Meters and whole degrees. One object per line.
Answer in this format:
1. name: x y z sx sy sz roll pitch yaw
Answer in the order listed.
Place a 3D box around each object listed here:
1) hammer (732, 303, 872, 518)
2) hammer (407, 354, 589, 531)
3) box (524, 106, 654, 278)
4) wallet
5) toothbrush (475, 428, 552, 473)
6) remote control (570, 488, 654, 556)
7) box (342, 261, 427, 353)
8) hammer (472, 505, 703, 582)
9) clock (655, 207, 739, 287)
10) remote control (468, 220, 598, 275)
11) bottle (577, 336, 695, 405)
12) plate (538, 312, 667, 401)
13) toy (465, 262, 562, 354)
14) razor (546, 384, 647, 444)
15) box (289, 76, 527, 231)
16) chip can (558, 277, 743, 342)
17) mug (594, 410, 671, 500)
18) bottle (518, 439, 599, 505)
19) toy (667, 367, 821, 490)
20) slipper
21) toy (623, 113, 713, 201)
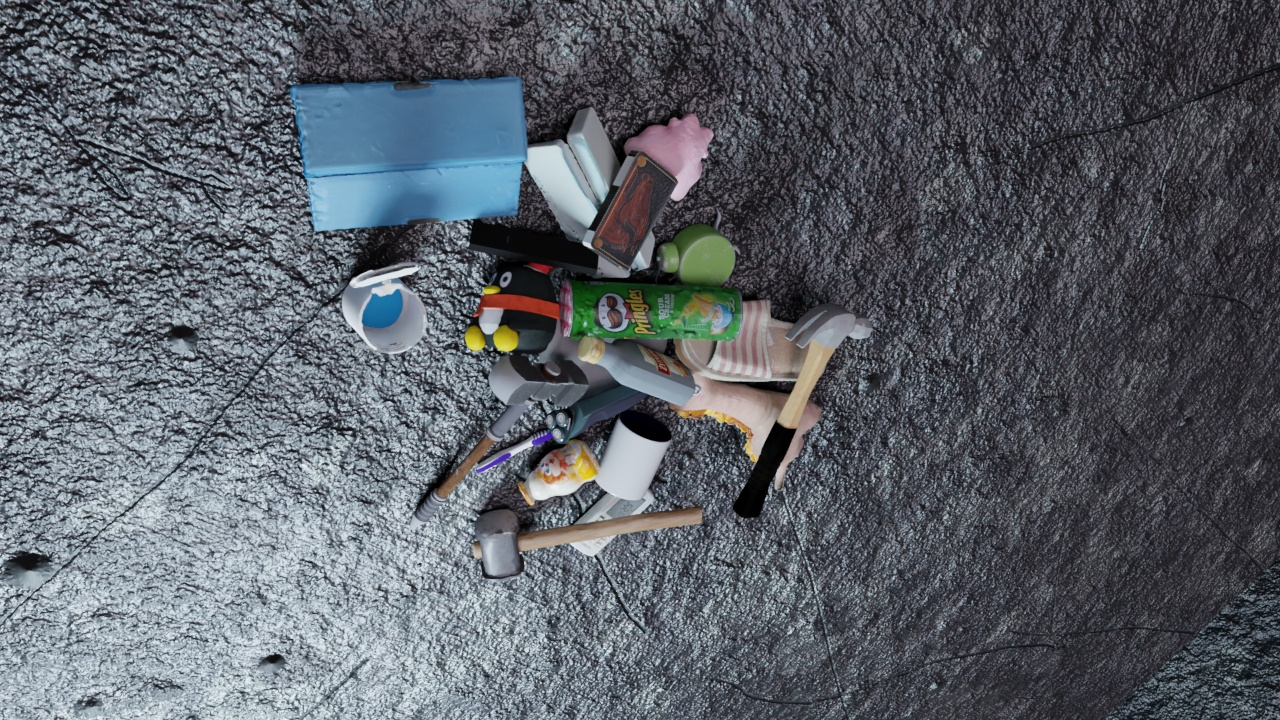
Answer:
1. hammer: 0.209 0.075 1.275 0.131 0.039 0.329 4 115 -43
2. hammer: -0.208 0.118 1.173 0.323 0.043 0.155 -47 154 22
3. box: -0.064 -0.183 1.078 0.096 0.085 0.199 -14 129 20
4. wallet: -0.011 -0.170 1.047 0.072 0.019 0.123 30 88 -38
5. toothbrush: -0.137 0.105 1.236 0.186 0.015 0.016 -26 125 -8
6. remote control: -0.045 0.228 1.345 0.138 0.025 0.060 -44 127 5
7. box: -0.276 -0.065 0.985 0.084 0.160 0.119 -12 112 -25
8. hammer: -0.071 0.241 1.296 0.328 0.052 0.098 -8 122 -9
9. clock: 0.071 -0.127 1.175 0.119 0.042 0.094 -36 126 -1
10. remote control: -0.122 -0.130 1.065 0.150 0.034 0.013 11 147 -12
11. bottle: -0.007 0.007 1.183 0.161 0.072 0.046 21 113 -33
12. plate: -0.048 -0.023 1.201 0.178 0.012 0.179 -11 123 -18
13. toy: -0.143 -0.066 1.084 0.099 0.098 0.119 10 84 -44
14. razor: -0.055 0.063 1.216 0.142 0.047 0.052 -24 154 -16
15. box: -0.235 -0.212 0.968 0.231 0.066 0.173 -9 125 -17
16. chip can: 0.015 -0.060 1.133 0.223 0.075 0.076 2 118 -15
17. mug: -0.002 0.130 1.283 0.111 0.078 0.097 -7 126 -55
18. bottle: -0.112 0.155 1.247 0.108 0.063 0.063 -31 127 -6
19. toy: 0.141 0.094 1.328 0.264 0.065 0.196 10 109 -28
20. slipper: 0.163 -0.025 1.253 0.262 0.052 0.115 8 85 -32
21. toy: 0.040 -0.247 1.082 0.102 0.050 0.093 34 104 -32
